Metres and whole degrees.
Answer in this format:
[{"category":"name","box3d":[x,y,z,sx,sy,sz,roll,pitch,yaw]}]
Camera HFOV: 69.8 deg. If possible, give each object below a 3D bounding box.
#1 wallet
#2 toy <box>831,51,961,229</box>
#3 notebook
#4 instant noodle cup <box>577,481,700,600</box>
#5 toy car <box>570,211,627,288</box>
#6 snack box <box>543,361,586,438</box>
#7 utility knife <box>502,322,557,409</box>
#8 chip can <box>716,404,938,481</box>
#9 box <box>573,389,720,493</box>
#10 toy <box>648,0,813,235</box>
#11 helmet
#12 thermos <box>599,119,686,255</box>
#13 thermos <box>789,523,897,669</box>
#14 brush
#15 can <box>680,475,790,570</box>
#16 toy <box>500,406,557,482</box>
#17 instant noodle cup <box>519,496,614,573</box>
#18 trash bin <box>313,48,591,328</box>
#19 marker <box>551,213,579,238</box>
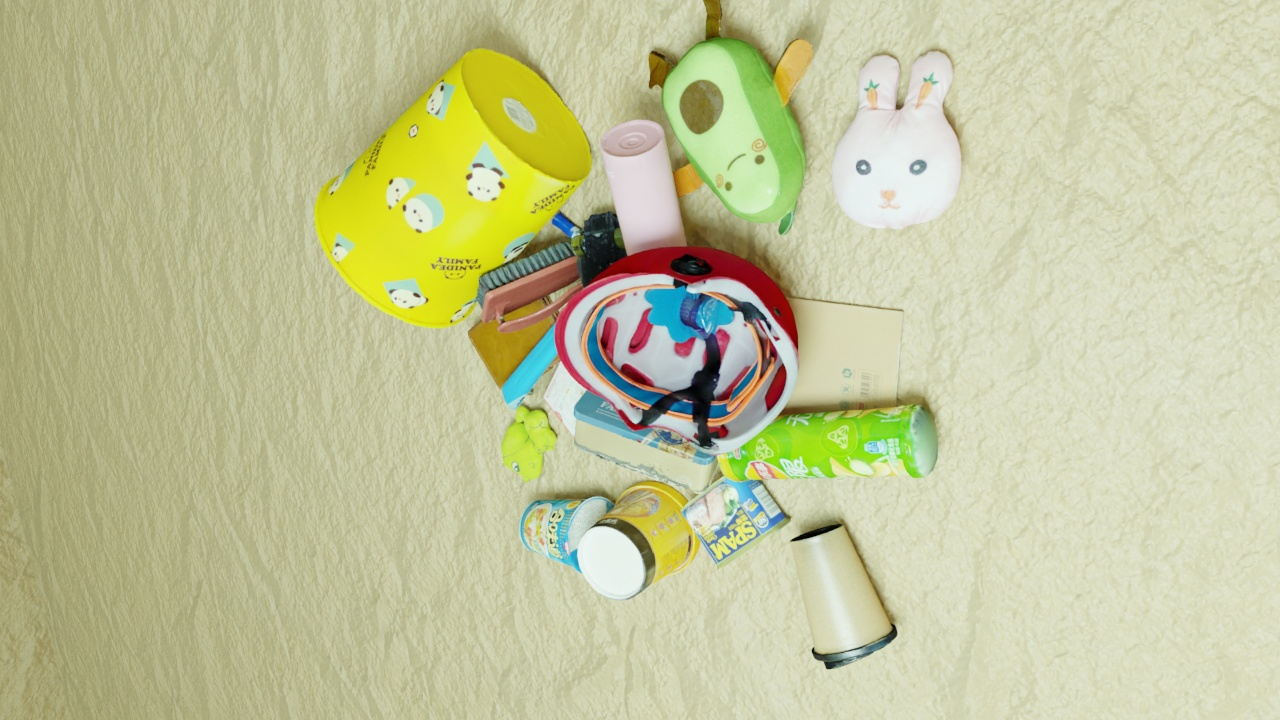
[{"category":"wallet","box3d":[-0.150,-0.022,1.175,0.131,0.035,0.119,-34,88,31]},{"category":"toy","box3d":[0.235,-0.201,0.844,0.121,0.054,0.159,6,99,34]},{"category":"notebook","box3d":[0.172,0.006,0.975,0.208,0.008,0.148,10,110,33]},{"category":"instant noodle cup","box3d":[-0.005,0.219,1.094,0.119,0.114,0.118,10,109,29]},{"category":"toy car","box3d":[-0.036,-0.090,1.046,0.070,0.042,0.158,-5,91,29]},{"category":"snack box","box3d":[-0.065,0.015,1.119,0.077,0.027,0.156,50,130,27]},{"category":"utility knife","box3d":[-0.102,-0.028,1.125,0.218,0.018,0.034,-50,60,18]},{"category":"chip can","box3d":[0.188,0.086,0.936,0.222,0.072,0.072,-7,99,36]},{"category":"box","box3d":[0.007,0.079,1.038,0.184,0.089,0.061,19,129,12]},{"category":"toy","box3d":[0.086,-0.240,0.912,0.228,0.089,0.246,-40,75,46]},{"category":"helmet","box3d":[0.045,-0.032,0.938,0.240,0.143,0.207,21,129,2]},{"category":"thermos","box3d":[0.006,-0.155,0.963,0.199,0.067,0.087,73,171,-47]},{"category":"thermos","box3d":[0.210,0.251,0.976,0.093,0.092,0.143,-24,81,37]},{"category":"brush","box3d":[-0.116,-0.085,1.069,0.069,0.145,0.063,56,155,14]},{"category":"can","box3d":[0.105,0.177,1.043,0.102,0.057,0.083,-44,75,35]},{"category":"toy","box3d":[-0.151,0.110,1.219,0.100,0.031,0.096,-26,88,33]},{"category":"instant noodle cup","box3d":[-0.096,0.218,1.180,0.110,0.099,0.099,1,104,43]},{"category":"trash bin","box3d":[-0.206,-0.199,1.056,0.256,0.229,0.229,-36,82,31]},{"category":"marker","box3d":[-0.049,-0.128,1.085,0.146,0.016,0.017,40,123,19]}]
